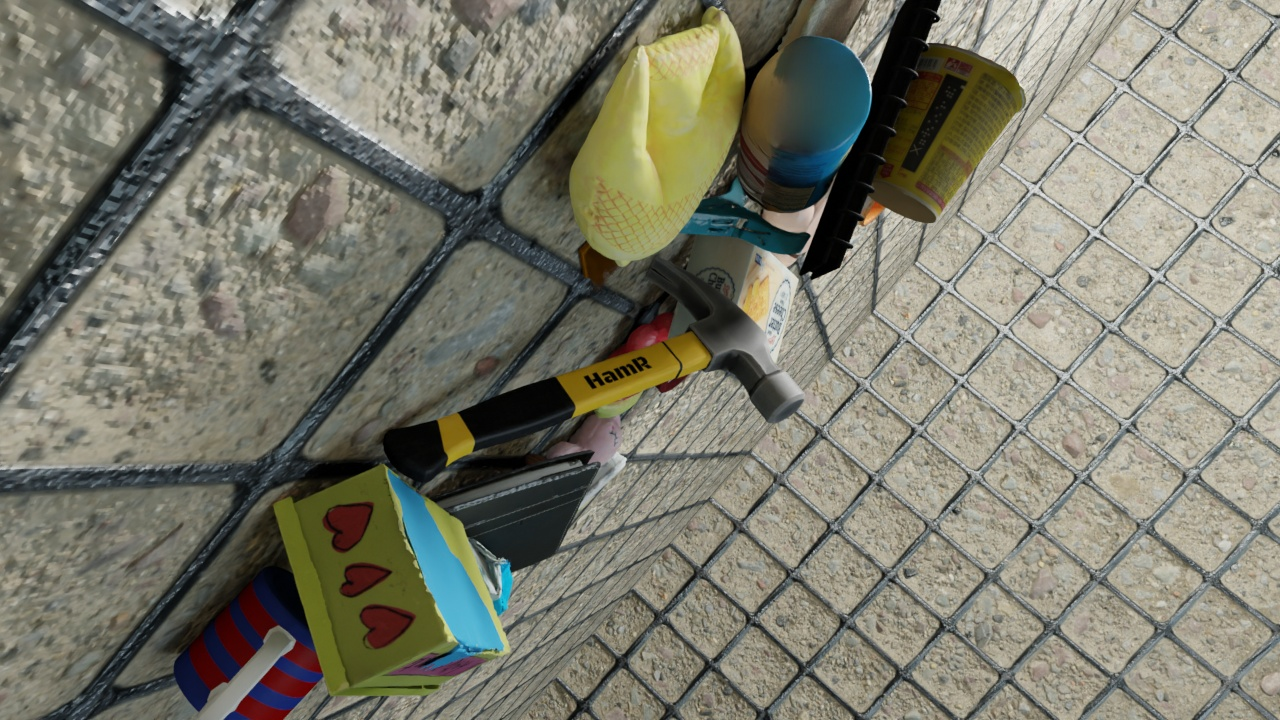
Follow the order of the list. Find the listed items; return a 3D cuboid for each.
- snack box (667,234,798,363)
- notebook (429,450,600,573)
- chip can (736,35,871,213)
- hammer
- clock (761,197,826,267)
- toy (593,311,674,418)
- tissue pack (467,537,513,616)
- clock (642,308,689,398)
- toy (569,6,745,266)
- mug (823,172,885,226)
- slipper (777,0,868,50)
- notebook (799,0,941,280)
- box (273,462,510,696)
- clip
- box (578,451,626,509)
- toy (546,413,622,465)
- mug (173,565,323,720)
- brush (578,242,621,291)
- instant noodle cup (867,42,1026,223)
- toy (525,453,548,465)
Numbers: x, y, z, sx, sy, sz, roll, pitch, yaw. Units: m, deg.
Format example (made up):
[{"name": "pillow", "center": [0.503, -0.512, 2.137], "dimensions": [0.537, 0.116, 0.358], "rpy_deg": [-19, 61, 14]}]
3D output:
[{"name": "snack box", "center": [0.096, -0.053, 0.892], "dimensions": [0.207, 0.057, 0.104], "rpy_deg": [14, 91, -69]}, {"name": "notebook", "center": [-0.129, 0.156, 0.840], "dimensions": [0.169, 0.029, 0.210], "rpy_deg": [-16, 155, -28]}, {"name": "chip can", "center": [0.108, -0.156, 0.645], "dimensions": [0.080, 0.080, 0.229], "rpy_deg": [-50, 176, 4]}, {"name": "hammer", "center": [-0.035, 0.015, 0.677], "dimensions": [0.323, 0.170, 0.034], "rpy_deg": [-20, 151, -35]}, {"name": "clock", "center": [0.190, -0.167, 0.947], "dimensions": [0.160, 0.086, 0.131], "rpy_deg": [-39, 164, -14]}, {"name": "toy", "center": [-0.005, 0.005, 0.869], "dimensions": [0.091, 0.045, 0.135], "rpy_deg": [-37, 165, -48]}, {"name": "tissue pack", "center": [-0.175, 0.207, 0.783], "dimensions": [0.144, 0.061, 0.093], "rpy_deg": [-24, 156, -11]}, {"name": "clock", "center": [0.041, -0.018, 0.953], "dimensions": [0.125, 0.044, 0.087], "rpy_deg": [-50, 166, 11]}, {"name": "toy", "center": [0.013, -0.124, 0.548], "dimensions": [0.170, 0.064, 0.155], "rpy_deg": [-46, 157, -44]}, {"name": "mug", "center": [0.183, -0.182, 0.814], "dimensions": [0.082, 0.105, 0.082], "rpy_deg": [-45, 166, -15]}, {"name": "slipper", "center": [0.173, -0.291, 0.615], "dimensions": [0.114, 0.054, 0.273], "rpy_deg": [-41, 167, -50]}, {"name": "notebook", "center": [0.173, -0.175, 0.685], "dimensions": [0.169, 0.019, 0.231], "rpy_deg": [-29, 139, -85]}, {"name": "box", "center": [-0.159, 0.156, 0.619], "dimensions": [0.079, 0.124, 0.221], "rpy_deg": [-24, 164, -5]}, {"name": "clip", "center": [0.085, -0.130, 0.776], "dimensions": [0.033, 0.120, 0.118], "rpy_deg": [118, -14, -44]}, {"name": "box", "center": [-0.099, 0.174, 1.033], "dimensions": [0.213, 0.063, 0.118], "rpy_deg": [-48, 168, -8]}, {"name": "toy", "center": [-0.054, 0.090, 0.950], "dimensions": [0.109, 0.047, 0.064], "rpy_deg": [-36, 153, -31]}, {"name": "mug", "center": [-0.232, 0.183, 0.560], "dimensions": [0.076, 0.075, 0.112], "rpy_deg": [-47, -174, -7]}, {"name": "brush", "center": [0.006, -0.107, 0.661], "dimensions": [0.126, 0.017, 0.048], "rpy_deg": [-45, 166, -13]}, {"name": "instant noodle cup", "center": [0.229, -0.174, 0.724], "dimensions": [0.112, 0.100, 0.100], "rpy_deg": [-61, 165, 3]}, {"name": "toy", "center": [-0.110, 0.135, 0.910], "dimensions": [0.054, 0.041, 0.102], "rpy_deg": [-56, 176, -26]}]
